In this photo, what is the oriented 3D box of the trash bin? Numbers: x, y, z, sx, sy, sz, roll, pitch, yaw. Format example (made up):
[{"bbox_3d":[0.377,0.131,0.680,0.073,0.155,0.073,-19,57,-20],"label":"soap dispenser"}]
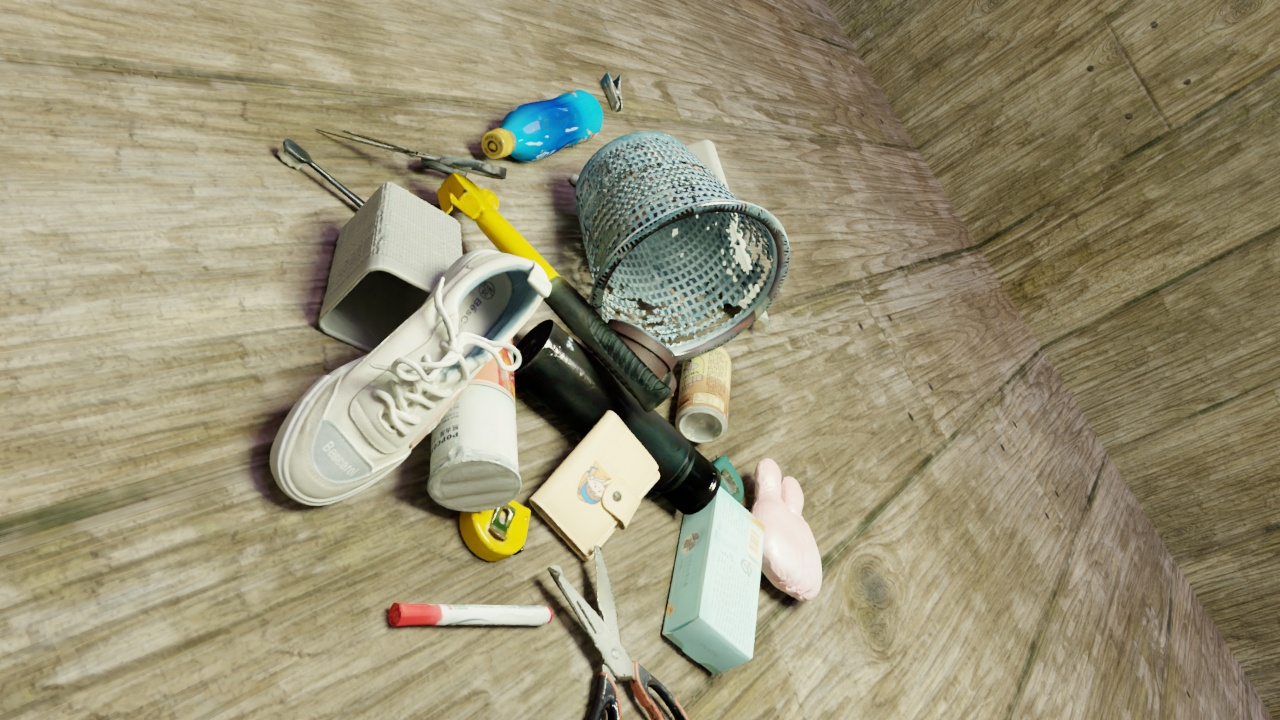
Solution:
[{"bbox_3d":[0.024,-0.142,1.025,0.226,0.227,0.195,22,33,-42],"label":"trash bin"}]

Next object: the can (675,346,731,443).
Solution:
[{"bbox_3d":[0.073,0.036,1.052,0.058,0.059,0.116,40,36,-24],"label":"can"}]

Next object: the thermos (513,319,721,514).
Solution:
[{"bbox_3d":[-0.025,0.059,0.908,0.242,0.068,0.090,42,2,-24],"label":"thermos"}]

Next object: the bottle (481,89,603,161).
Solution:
[{"bbox_3d":[-0.115,-0.270,1.067,0.065,0.065,0.218,54,32,-4],"label":"bottle"}]

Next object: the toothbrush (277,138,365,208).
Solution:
[{"bbox_3d":[-0.245,-0.132,0.822,0.181,0.018,0.015,39,30,-29],"label":"toothbrush"}]

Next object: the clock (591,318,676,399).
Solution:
[{"bbox_3d":[-0.006,0.006,0.947,0.055,0.082,0.122,-59,151,-12],"label":"clock"}]

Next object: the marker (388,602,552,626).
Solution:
[{"bbox_3d":[-0.123,0.192,0.692,0.145,0.017,0.017,17,49,-45],"label":"marker"}]

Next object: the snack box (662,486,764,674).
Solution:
[{"bbox_3d":[0.075,0.212,0.904,0.074,0.052,0.174,42,34,-19],"label":"snack box"}]

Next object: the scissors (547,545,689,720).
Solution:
[{"bbox_3d":[-0.015,0.267,0.760,0.189,0.015,0.226,36,42,-32],"label":"scissors"}]

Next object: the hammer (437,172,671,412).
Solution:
[{"bbox_3d":[-0.084,-0.069,0.864,0.300,0.033,0.128,46,9,10],"label":"hammer"}]

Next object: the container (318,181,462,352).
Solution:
[{"bbox_3d":[-0.202,-0.075,0.760,0.090,0.090,0.114,29,38,-37],"label":"container"}]

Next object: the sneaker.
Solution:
[{"bbox_3d":[-0.153,0.012,0.657,0.241,0.091,0.089,-50,124,-24],"label":"sneaker"}]

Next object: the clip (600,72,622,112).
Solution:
[{"bbox_3d":[-0.037,-0.380,1.307,0.043,0.027,0.058,0,69,-36],"label":"clip"}]

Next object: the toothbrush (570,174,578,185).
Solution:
[{"bbox_3d":[-0.015,-0.186,1.170,0.189,0.020,0.029,28,11,-35],"label":"toothbrush"}]

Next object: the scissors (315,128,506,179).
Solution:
[{"bbox_3d":[-0.209,-0.193,0.866,0.180,0.159,0.014,-12,113,-77],"label":"scissors"}]

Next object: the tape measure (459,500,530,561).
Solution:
[{"bbox_3d":[-0.117,0.132,0.743,0.060,0.029,0.057,36,38,-28],"label":"tape measure"}]

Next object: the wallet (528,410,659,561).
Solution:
[{"bbox_3d":[-0.036,0.115,0.829,0.087,0.024,0.114,51,58,-16],"label":"wallet"}]

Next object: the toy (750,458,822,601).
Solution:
[{"bbox_3d":[0.163,0.191,1.036,0.121,0.054,0.159,41,35,-35],"label":"toy"}]

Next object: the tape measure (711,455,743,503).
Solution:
[{"bbox_3d":[0.093,0.136,1.020,0.054,0.025,0.058,55,33,0],"label":"tape measure"}]

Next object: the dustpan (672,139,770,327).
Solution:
[{"bbox_3d":[0.064,-0.185,1.256,0.222,0.143,0.258,-99,170,-47],"label":"dustpan"}]

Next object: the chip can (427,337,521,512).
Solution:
[{"bbox_3d":[-0.139,0.016,0.762,0.071,0.071,0.214,29,37,-36],"label":"chip can"}]
